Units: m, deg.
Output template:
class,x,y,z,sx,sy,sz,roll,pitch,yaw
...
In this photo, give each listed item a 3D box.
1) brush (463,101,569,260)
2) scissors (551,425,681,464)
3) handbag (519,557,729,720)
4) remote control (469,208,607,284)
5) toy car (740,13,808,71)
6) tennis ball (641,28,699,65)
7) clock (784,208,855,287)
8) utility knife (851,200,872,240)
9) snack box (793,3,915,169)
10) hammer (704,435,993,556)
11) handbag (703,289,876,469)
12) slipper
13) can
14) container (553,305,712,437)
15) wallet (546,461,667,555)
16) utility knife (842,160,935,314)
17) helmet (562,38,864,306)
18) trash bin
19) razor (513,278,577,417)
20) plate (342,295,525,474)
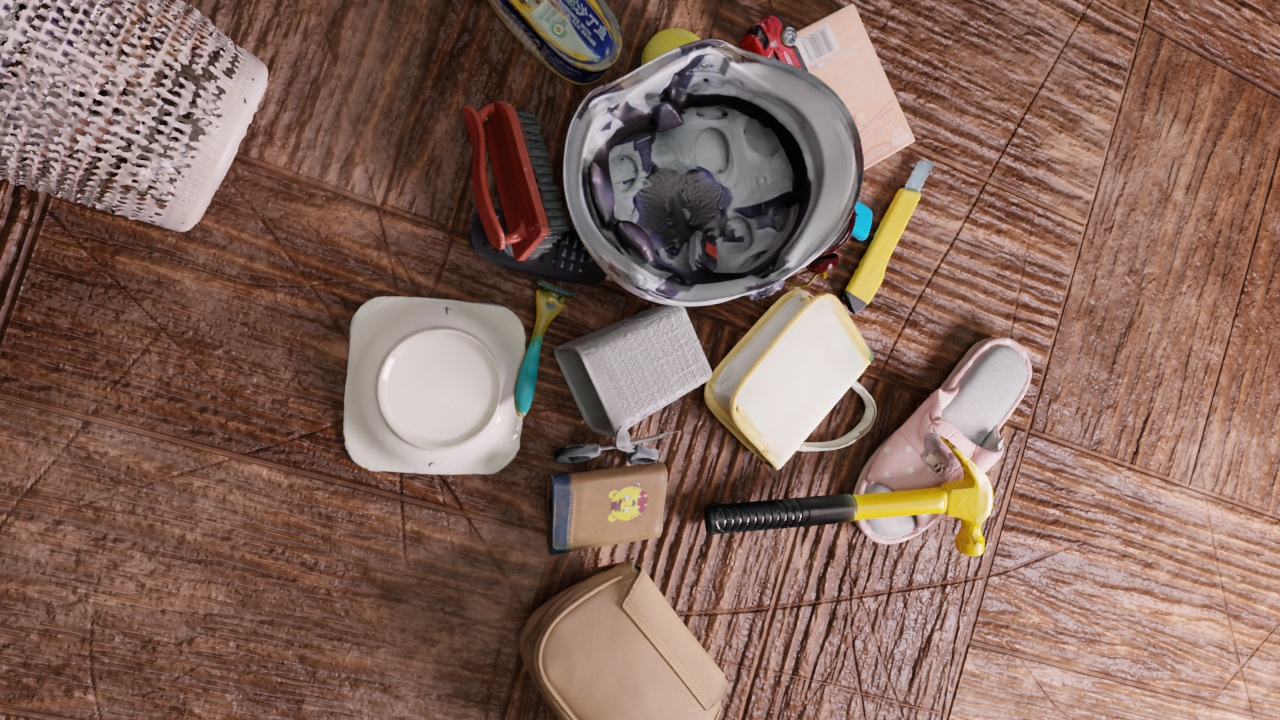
class,x,y,z,sx,sy,sz,roll,pitch,yaw
brush,-0.117,-0.167,0.823,0.069,0.063,0.145,-7,75,-32
scissors,-0.017,0.077,0.833,0.160,0.178,0.014,-8,73,21
handbag,-0.016,0.295,0.871,0.147,0.100,0.204,-40,103,-20
remote control,-0.094,-0.105,0.864,0.136,0.024,0.053,14,84,-15
toy car,0.142,-0.283,0.917,0.045,0.053,0.120,-33,99,-12
tennis ball,0.033,-0.282,0.875,0.065,0.065,0.065,-1,92,-17
clock,0.169,-0.134,0.922,0.082,0.055,0.122,15,104,-10
utility knife,0.175,-0.179,0.948,0.162,0.018,0.034,30,84,-15
snack box,0.216,-0.279,0.952,0.084,0.026,0.157,-30,101,-14
hammer,0.215,0.149,0.936,0.300,0.033,0.129,-4,107,-6
handbag,0.166,0.034,0.941,0.163,0.063,0.179,-48,119,-10
slipper,0.333,0.087,0.988,0.114,0.054,0.274,45,81,-15
can,-0.081,-0.323,0.846,0.148,0.049,0.074,45,79,-14
container,-0.005,0.005,0.865,0.114,0.090,0.090,-26,100,-18
wallet,-0.033,0.142,0.880,0.115,0.033,0.090,-5,117,-19
utility knife,0.266,-0.134,0.979,0.033,0.015,0.192,32,83,-19
helmet,0.058,-0.155,0.841,0.258,0.146,0.229,-20,88,-9
trash bin,-0.399,-0.203,0.681,0.192,0.228,0.227,26,84,-29
razor,-0.097,-0.010,0.858,0.043,0.028,0.132,20,73,-26
plate,-0.184,0.025,0.837,0.164,0.034,0.163,3,92,-17
